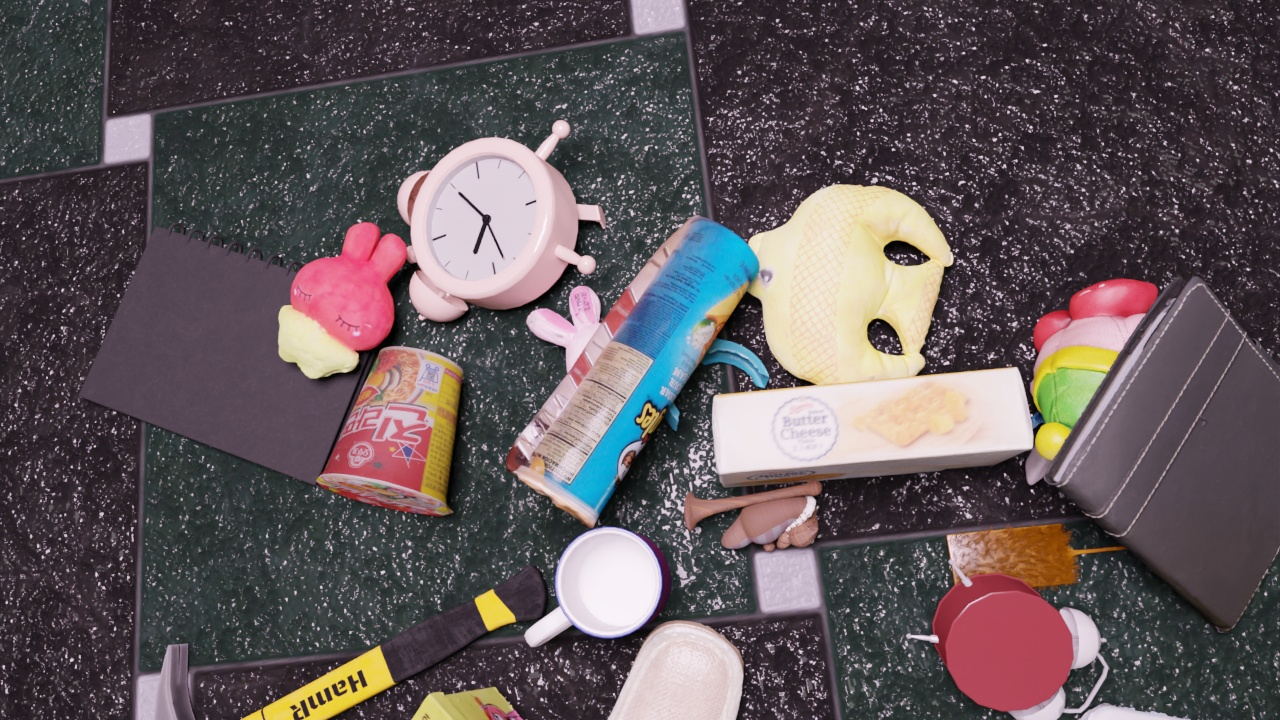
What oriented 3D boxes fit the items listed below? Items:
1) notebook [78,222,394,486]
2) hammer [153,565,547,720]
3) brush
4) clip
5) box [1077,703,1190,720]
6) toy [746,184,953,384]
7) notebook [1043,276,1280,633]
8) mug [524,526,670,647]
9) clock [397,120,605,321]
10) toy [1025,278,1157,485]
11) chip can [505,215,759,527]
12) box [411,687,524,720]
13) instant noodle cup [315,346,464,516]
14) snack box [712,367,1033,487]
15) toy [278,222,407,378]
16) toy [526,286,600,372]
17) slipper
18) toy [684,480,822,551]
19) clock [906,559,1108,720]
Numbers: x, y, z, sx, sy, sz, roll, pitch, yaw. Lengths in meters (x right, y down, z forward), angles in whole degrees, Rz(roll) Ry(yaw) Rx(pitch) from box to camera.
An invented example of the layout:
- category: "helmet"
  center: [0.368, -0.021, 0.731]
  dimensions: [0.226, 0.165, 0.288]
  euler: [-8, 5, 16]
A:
- category: "notebook"
  center: [-0.340, -0.012, 0.776]
  dimensions: [0.231, 0.019, 0.169]
  euler: [18, 81, 11]
- category: "hammer"
  center: [-0.219, 0.241, 0.699]
  dimensions: [0.324, 0.034, 0.169]
  euler: [-27, 74, -1]
- category: "brush"
  center: [0.290, 0.141, 0.663]
  dimensions: [0.126, 0.017, 0.048]
  euler: [-7, 76, 5]
- category: "clip"
  center: [0.036, 0.006, 0.711]
  dimensions: [0.120, 0.033, 0.118]
  euler: [26, 66, 8]
- category: "box"
  center: [0.394, 0.292, 0.601]
  dimensions: [0.214, 0.063, 0.118]
  euler: [8, 76, 10]
- category: "toy"
  center: [0.153, -0.057, 0.702]
  dimensions: [0.155, 0.064, 0.170]
  euler: [17, 81, 5]
- category: "notebook"
  center: [0.374, 0.064, 0.610]
  dimensions: [0.209, 0.029, 0.169]
  euler: [37, 83, -25]
- category: "mug"
  center: [-0.033, 0.171, 0.666]
  dimensions: [0.112, 0.076, 0.075]
  euler: [-35, 76, -2]
- category: "clock"
  center: [-0.116, -0.107, 0.747]
  dimensions: [0.161, 0.086, 0.131]
  euler: [-15, 76, 13]
- category: "toy"
  center: [0.301, 0.019, 0.639]
  dimensions: [0.096, 0.124, 0.131]
  euler: [15, 62, -18]
- category: "chip can"
  center: [-0.004, 0.004, 0.660]
  dimensions: [0.080, 0.080, 0.229]
  euler: [31, 76, 13]
- category: "box"
  center: [-0.080, 0.333, 0.596]
  dimensions: [0.221, 0.079, 0.124]
  euler: [39, 97, 31]
- category: "instant noodle cup"
  center: [-0.184, 0.052, 0.707]
  dimensions: [0.100, 0.100, 0.112]
  euler: [8, 71, 9]
- category: "snack box"
  center: [0.156, 0.051, 0.655]
  dimensions: [0.208, 0.104, 0.057]
  euler: [-6, 76, 6]
- category: "toy"
  center: [-0.238, -0.048, 0.735]
  dimensions: [0.091, 0.045, 0.135]
  euler: [36, 92, 10]
- category: "toy"
  center: [-0.037, -0.010, 0.724]
  dimensions: [0.063, 0.047, 0.110]
  euler: [-39, 72, -12]
- category: "slipper"
  center: [-0.001, 0.318, 0.644]
  dimensions: [0.114, 0.054, 0.272]
  euler: [16, 79, 15]
- category: "toy"
  center: [0.088, 0.117, 0.681]
  dimensions: [0.102, 0.041, 0.055]
  euler: [-13, 115, 13]
- category: "clock"
  center: [0.257, 0.198, 0.632]
  dimensions: [0.124, 0.044, 0.087]
  euler: [27, 97, 2]
